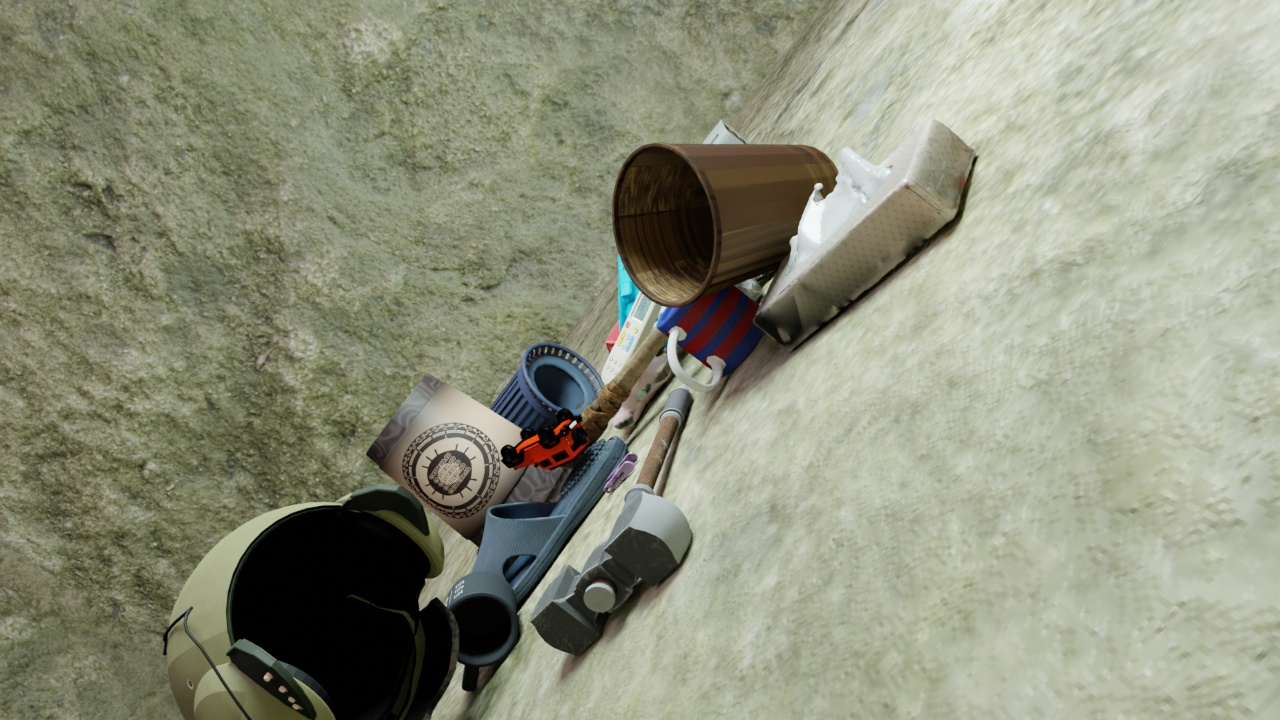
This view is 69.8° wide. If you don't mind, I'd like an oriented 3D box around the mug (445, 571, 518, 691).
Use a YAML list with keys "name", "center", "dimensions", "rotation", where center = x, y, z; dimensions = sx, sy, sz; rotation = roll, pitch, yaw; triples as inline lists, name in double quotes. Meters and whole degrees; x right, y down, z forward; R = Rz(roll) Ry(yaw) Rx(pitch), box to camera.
- name: "mug"
  center: [-0.158, 0.266, 0.890]
  dimensions: [0.077, 0.071, 0.105]
  rotation: [-167, 87, -81]

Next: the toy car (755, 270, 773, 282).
- name: "toy car"
  center: [0.133, -0.117, 0.934]
  dimensions: [0.033, 0.048, 0.106]
  rotation: [-18, -12, -31]

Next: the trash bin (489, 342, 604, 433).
- name: "trash bin"
  center: [-0.173, 0.106, 1.367]
  dimensions: [0.250, 0.139, 0.139]
  rotation: [-49, 9, 32]

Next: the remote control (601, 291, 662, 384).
- name: "remote control"
  center: [-0.008, -0.027, 1.025]
  dimensions: [0.038, 0.018, 0.125]
  rotation: [34, 101, 54]

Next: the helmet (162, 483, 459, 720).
- name: "helmet"
  center: [-0.256, 0.239, 0.765]
  dimensions: [0.234, 0.255, 0.249]
  rotation: [-40, 15, 40]

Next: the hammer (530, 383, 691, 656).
- name: "hammer"
  center: [0.008, 0.094, 0.771]
  dimensions: [0.156, 0.043, 0.321]
  rotation: [-48, 7, 29]

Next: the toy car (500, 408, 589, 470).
- name: "toy car"
  center: [-0.101, 0.091, 0.984]
  dimensions: [0.100, 0.049, 0.051]
  rotation: [-27, 10, 34]

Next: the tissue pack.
- name: "tissue pack"
  center: [0.153, -0.096, 0.674]
  dimensions: [0.182, 0.071, 0.103]
  rotation: [-49, 9, 49]

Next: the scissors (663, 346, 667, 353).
- name: "scissors"
  center: [0.081, -0.082, 1.176]
  dimensions: [0.172, 0.014, 0.090]
  rotation: [-51, 10, 25]

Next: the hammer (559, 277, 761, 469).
- name: "hammer"
  center: [-0.006, 0.006, 0.969]
  dimensions: [0.320, 0.121, 0.049]
  rotation: [-53, 40, 29]

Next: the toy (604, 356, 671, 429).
- name: "toy"
  center: [-0.013, 0.027, 1.071]
  dimensions: [0.099, 0.052, 0.096]
  rotation: [-53, 34, 0]

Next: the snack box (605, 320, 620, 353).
- name: "snack box"
  center: [0.000, -0.035, 1.208]
  dimensions: [0.021, 0.089, 0.132]
  rotation: [7, 47, 27]

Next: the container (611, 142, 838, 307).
- name: "container"
  center: [0.082, -0.125, 0.783]
  dimensions: [0.166, 0.132, 0.132]
  rotation: [-16, -16, -35]

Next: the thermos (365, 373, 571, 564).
- name: "thermos"
  center: [-0.218, 0.134, 1.171]
  dimensions: [0.173, 0.226, 0.172]
  rotation: [-51, 8, 10]

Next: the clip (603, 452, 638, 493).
- name: "clip"
  center: [-0.020, 0.112, 0.927]
  dimensions: [0.053, 0.013, 0.037]
  rotation: [-53, 7, 18]

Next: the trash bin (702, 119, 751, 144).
- name: "trash bin"
  center: [0.123, -0.247, 1.276]
  dimensions: [0.115, 0.114, 0.228]
  rotation: [-50, 9, 16]

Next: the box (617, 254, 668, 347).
- name: "box"
  center: [0.040, -0.134, 1.090]
  dimensions: [0.173, 0.083, 0.226]
  rotation: [-34, 48, 43]

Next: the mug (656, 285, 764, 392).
- name: "mug"
  center: [0.059, -0.024, 0.836]
  dimensions: [0.075, 0.076, 0.111]
  rotation: [-41, 14, 55]

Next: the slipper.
- name: "slipper"
  center: [-0.120, 0.174, 0.983]
  dimensions: [0.263, 0.082, 0.101]
  rotation: [-51, 9, 1]
